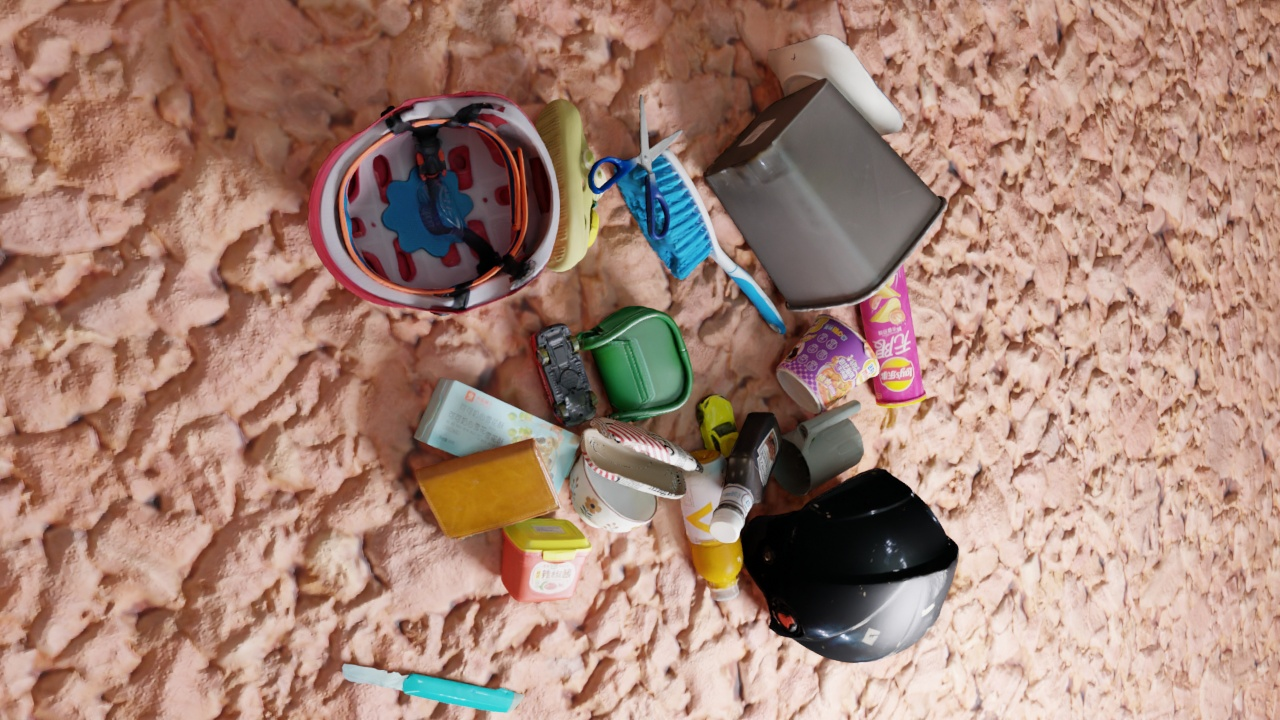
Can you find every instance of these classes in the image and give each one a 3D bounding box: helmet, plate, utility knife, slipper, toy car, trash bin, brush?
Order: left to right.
[{"bbox_3d":[-0.208,-0.152,0.927,0.239,0.144,0.207,-16,101,-14],"label":"helmet"},{"bbox_3d":[-0.227,0.363,1.018,0.221,0.013,0.029,25,82,-31],"label":"utility knife"},{"bbox_3d":[-0.089,0.017,1.057,0.052,0.045,0.120,-22,98,-25],"label":"toy car"},{"bbox_3d":[-0.073,-0.195,1.030,0.081,0.092,0.190,-2,91,-32],"label":"slipper"},{"bbox_3d":[0.084,-0.131,1.146,0.109,0.061,0.314,-42,115,-25],"label":"brush"},{"bbox_3d":[0.106,0.095,1.182,0.048,0.032,0.105,-20,101,-27],"label":"toy car"},{"bbox_3d":[0.217,-0.205,1.145,0.220,0.199,0.198,47,71,-16],"label":"trash bin"},{"bbox_3d":[0.235,-0.330,1.154,0.163,0.164,0.034,42,78,-24],"label":"plate"},{"bbox_3d":[0.275,0.272,1.179,0.232,0.230,0.275,-13,125,-35],"label":"helmet"}]

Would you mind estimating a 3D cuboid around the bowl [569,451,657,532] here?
[{"bbox_3d":[-0.040,0.157,1.073,0.113,0.113,0.062,31,119,-28],"label":"bowl"}]

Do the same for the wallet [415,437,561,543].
[{"bbox_3d":[-0.159,0.147,0.989,0.131,0.035,0.119,-16,128,2],"label":"wallet"}]

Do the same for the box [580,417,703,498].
[{"bbox_3d":[-0.006,0.118,1.067,0.163,0.075,0.081,22,102,-39],"label":"box"}]

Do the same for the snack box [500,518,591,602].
[{"bbox_3d":[-0.112,0.227,1.043,0.091,0.082,0.080,5,104,-29],"label":"snack box"}]

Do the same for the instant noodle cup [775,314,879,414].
[{"bbox_3d":[0.241,0.009,1.217,0.099,0.112,0.111,-40,111,-12],"label":"instant noodle cup"}]

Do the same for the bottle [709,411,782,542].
[{"bbox_3d":[0.129,0.144,1.123,0.194,0.044,0.080,-57,139,-49],"label":"bottle"}]

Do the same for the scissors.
[{"bbox_3d":[0.001,-0.217,1.042,0.175,0.012,0.162,-28,101,-41],"label":"scissors"}]

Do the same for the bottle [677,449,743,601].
[{"bbox_3d":[0.091,0.210,1.159,0.067,0.068,0.189,-17,101,-28],"label":"bottle"}]

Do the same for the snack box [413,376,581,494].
[{"bbox_3d":[-0.156,0.085,1.019,0.174,0.052,0.074,27,81,-29],"label":"snack box"}]

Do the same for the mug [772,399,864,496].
[{"bbox_3d":[0.239,0.110,1.215,0.103,0.083,0.124,-21,143,-29],"label":"mug"}]

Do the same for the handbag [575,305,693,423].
[{"bbox_3d":[-0.006,0.006,1.090,0.120,0.068,0.131,-26,106,-20],"label":"handbag"}]

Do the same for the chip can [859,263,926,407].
[{"bbox_3d":[0.350,-0.044,1.290,0.071,0.071,0.210,-18,102,-28],"label":"chip can"}]
